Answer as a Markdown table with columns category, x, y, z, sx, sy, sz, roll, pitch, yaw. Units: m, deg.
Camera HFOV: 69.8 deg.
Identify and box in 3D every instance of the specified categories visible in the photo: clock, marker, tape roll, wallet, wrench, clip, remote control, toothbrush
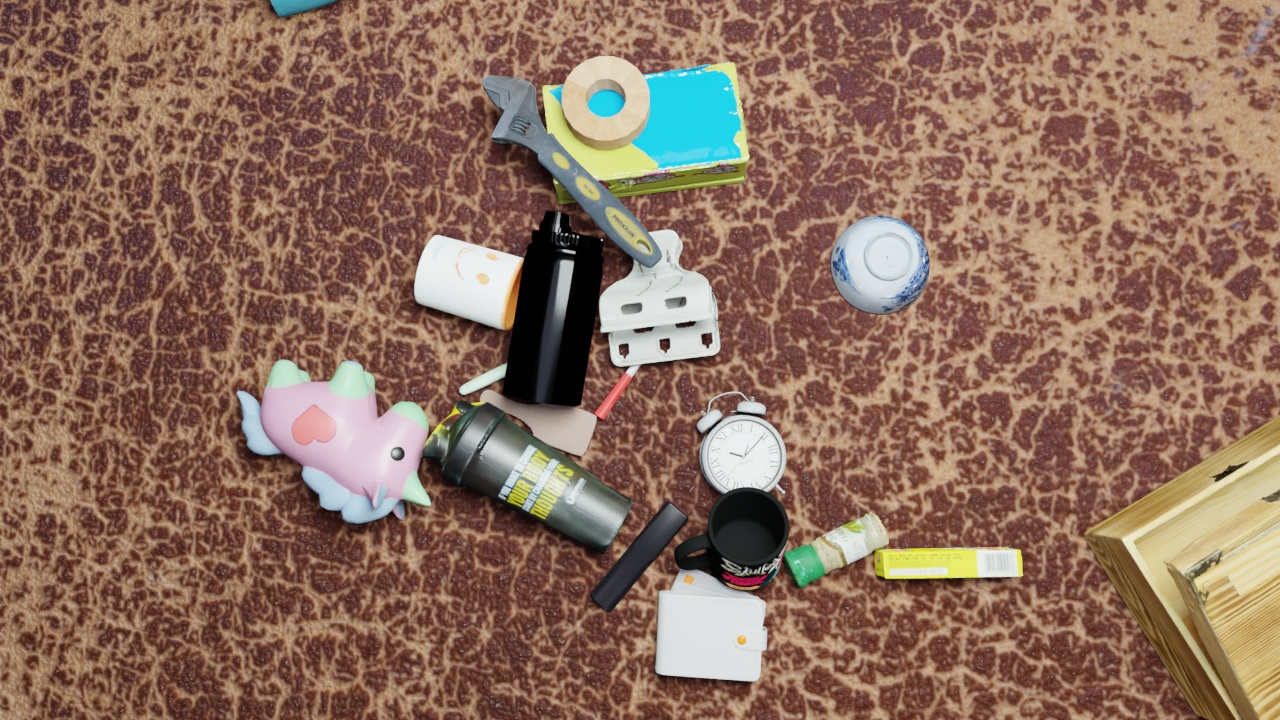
| category | x | y | z | sx | sy | sz | roll | pitch | yaw |
| --- | --- | --- | --- | --- | --- | --- | --- | --- | --- |
| clock | 0.110 | 0.095 | 1.012 | 0.094 | 0.035 | 0.122 | -16 | 85 | -1 |
| marker | -0.006 | 0.006 | 1.035 | 0.013 | 0.013 | 0.142 | 35 | 85 | 4 |
| tape roll | -0.037 | -0.275 | 0.981 | 0.094 | 0.027 | 0.094 | 0 | 83 | 1 |
| wallet | 0.078 | 0.282 | 0.994 | 0.118 | 0.037 | 0.115 | 2 | 84 | 5 |
| wrench | -0.076 | -0.201 | 0.976 | 0.073 | 0.022 | 0.273 | -43 | 85 | -11 |
| clip | 0.018 | -0.074 | 1.001 | 0.126 | 0.101 | 0.152 | -6 | 88 | 10 |
| remote control | -0.001 | 0.216 | 1.011 | 0.032 | 0.015 | 0.136 | 40 | 86 | 5 |
| toothbrush | -0.135 | 0.001 | 1.036 | 0.154 | 0.015 | 0.022 | -27 | 64 | -2 |

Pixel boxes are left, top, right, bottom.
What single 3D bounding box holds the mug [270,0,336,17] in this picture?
| category | x | y | z | sx | sy | sz | roll | pitch | yaw |
| --- | --- | --- | --- | --- | --- | --- | --- | --- | --- |
| mug | -0.383 | -0.462 | 1.064 | 0.104 | 0.085 | 0.112 | -16 | 55 | -7 |

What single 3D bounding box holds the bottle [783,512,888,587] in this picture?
| category | x | y | z | sx | sy | sz | roll | pitch | yaw |
| --- | --- | --- | --- | --- | --- | --- | --- | --- | --- |
| bottle | 0.212 | 0.205 | 0.995 | 0.111 | 0.043 | 0.043 | -25 | 84 | -2 |

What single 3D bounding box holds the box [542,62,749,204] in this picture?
| category | x | y | z | sx | sy | sz | roll | pitch | yaw |
| --- | --- | --- | --- | --- | --- | --- | --- | --- | --- |
| box | 0.007 | -0.254 | 1.032 | 0.221 | 0.079 | 0.124 | -9 | 83 | -2 |

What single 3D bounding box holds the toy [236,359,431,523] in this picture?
| category | x | y | z | sx | sy | sz | roll | pitch | yaw |
| --- | --- | --- | --- | --- | --- | --- | --- | --- | --- |
| toy | -0.332 | 0.089 | 0.990 | 0.222 | 0.120 | 0.171 | 1 | 74 | 0 |

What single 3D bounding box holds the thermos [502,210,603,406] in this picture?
| category | x | y | z | sx | sy | sz | roll | pitch | yaw |
| --- | --- | --- | --- | --- | --- | --- | --- | --- | --- |
| thermos | -0.090 | -0.057 | 0.983 | 0.086 | 0.086 | 0.198 | 10 | 93 | 2 |

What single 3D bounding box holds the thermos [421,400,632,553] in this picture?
| category | x | y | z | sx | sy | sz | roll | pitch | yaw |
| --- | --- | --- | --- | --- | --- | --- | --- | --- | --- |
| thermos | -0.119 | 0.124 | 0.990 | 0.221 | 0.098 | 0.098 | 29 | 85 | 0 |

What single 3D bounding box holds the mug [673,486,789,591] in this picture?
| category | x | y | z | sx | sy | sz | roll | pitch | yaw |
| --- | --- | --- | --- | --- | --- | --- | --- | --- | --- |
| mug | 0.093 | 0.192 | 0.957 | 0.118 | 0.098 | 0.081 | -14 | 61 | -4 |

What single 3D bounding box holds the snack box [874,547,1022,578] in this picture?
| category | x | y | z | sx | sy | sz | roll | pitch | yaw |
| --- | --- | --- | --- | --- | --- | --- | --- | --- | --- |
| snack box | 0.332 | 0.219 | 0.992 | 0.148 | 0.040 | 0.029 | -1 | 83 | 1 |

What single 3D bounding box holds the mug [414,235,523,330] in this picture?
| category | x | y | z | sx | sy | sz | roll | pitch | yaw |
| --- | --- | --- | --- | --- | --- | --- | --- | --- | --- |
| mug | -0.185 | -0.086 | 1.014 | 0.105 | 0.082 | 0.082 | 16 | 85 | 4 |

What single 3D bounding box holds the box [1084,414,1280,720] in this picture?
| category | x | y | z | sx | sy | sz | roll | pitch | yaw |
| --- | --- | --- | --- | --- | --- | --- | --- | --- | --- |
| box | 0.661 | 0.220 | 0.915 | 0.279 | 0.192 | 0.251 | -30 | 86 | -4 |

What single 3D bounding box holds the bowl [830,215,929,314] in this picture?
| category | x | y | z | sx | sy | sz | roll | pitch | yaw |
| --- | --- | --- | --- | --- | --- | --- | --- | --- | --- |
| bowl | 0.273 | -0.111 | 1.024 | 0.114 | 0.045 | 0.114 | 0 | 84 | 1 |

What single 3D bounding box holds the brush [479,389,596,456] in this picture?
| category | x | y | z | sx | sy | sz | roll | pitch | yaw |
| --- | --- | --- | --- | --- | --- | --- | --- | --- | --- |
| brush | -0.117 | 0.063 | 1.033 | 0.136 | 0.015 | 0.050 | 19 | 89 | 9 |
